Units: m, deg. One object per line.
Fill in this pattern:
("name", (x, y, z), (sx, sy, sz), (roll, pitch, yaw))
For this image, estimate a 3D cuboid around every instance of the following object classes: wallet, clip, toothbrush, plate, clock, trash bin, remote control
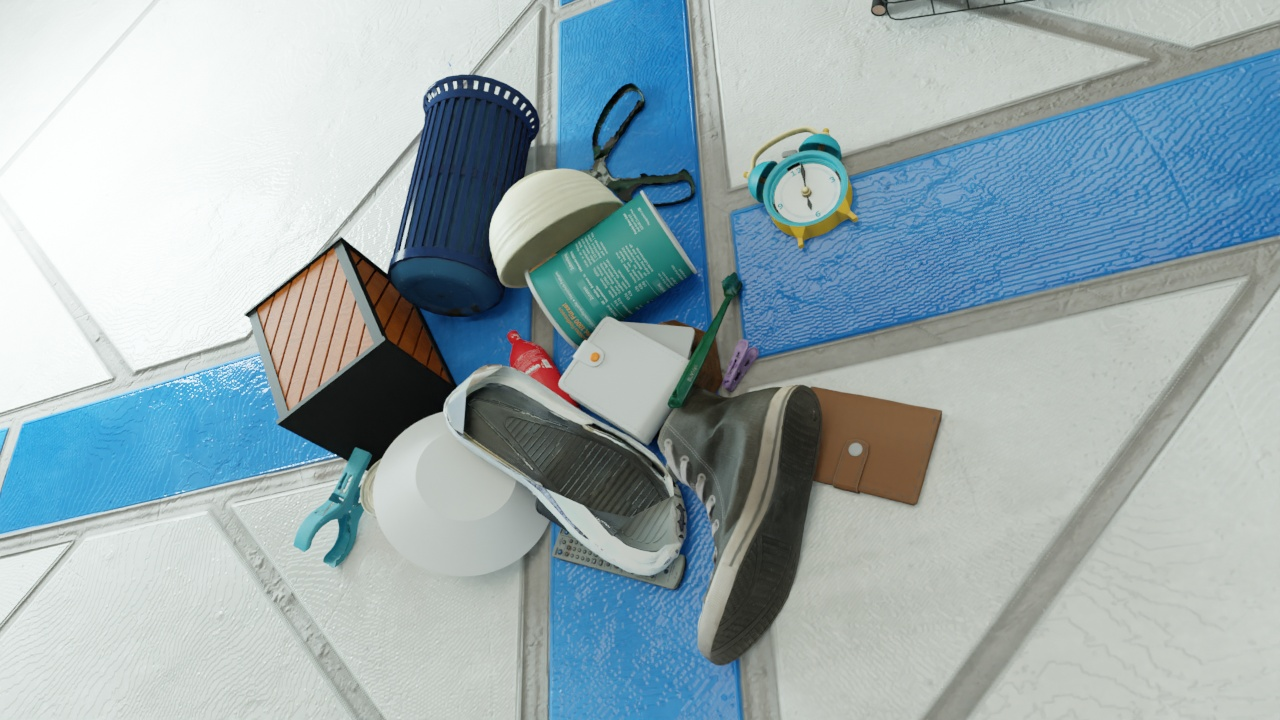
("wallet", (0.188, 0.070, 0.788), (0.121, 0.013, 0.087), (11, 70, 33))
("clip", (-0.309, 0.169, 0.988), (0.030, 0.120, 0.130), (13, 48, 35))
("toothbrush", (0.061, -0.024, 0.853), (0.016, 0.017, 0.189), (-6, 36, 31))
("plate", (-0.167, 0.116, 0.876), (0.174, 0.036, 0.173), (5, 59, -8))
("clock", (0.162, -0.177, 0.918), (0.099, 0.043, 0.129), (-27, 62, 12))
("wallet", (-0.006, 0.005, 0.876), (0.118, 0.037, 0.115), (30, 80, 32))
("clip", (0.094, 0.006, 0.869), (0.013, 0.029, 0.050), (27, 91, 37))
("trash bin", (-0.202, -0.183, 1.050), (0.139, 0.139, 0.249), (-5, 64, 25))
("remote control", (-0.021, 0.179, 0.838), (0.137, 0.013, 0.033), (8, 69, 30))
("plate", (0.016, 0.013, 0.900), (0.131, 0.025, 0.131), (-12, 60, 21))
("trash bin", (-0.315, -0.006, 1.010), (0.140, 0.139, 0.171), (-37, 54, 5))

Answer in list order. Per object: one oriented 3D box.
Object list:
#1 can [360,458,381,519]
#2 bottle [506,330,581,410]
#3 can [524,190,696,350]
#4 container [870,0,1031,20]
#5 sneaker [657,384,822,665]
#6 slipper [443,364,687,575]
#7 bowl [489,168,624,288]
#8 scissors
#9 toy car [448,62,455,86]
("can", (-0.234, 0.139, 0.931), (0.067, 0.076, 0.067), (-12, 60, 21))
("bottle", (-0.105, 0.018, 0.950), (0.042, 0.042, 0.141), (-39, 54, 4))
("can", (-0.030, -0.091, 0.933), (0.144, 0.099, 0.099), (-33, 54, 8))
("container", (0.345, -0.447, 0.910), (0.242, 0.130, 0.162), (1, 65, 28))
("sneaker", (0.067, 0.130, 0.774), (0.120, 0.095, 0.234), (3, 76, 39))
("slipper", (-0.067, 0.101, 0.854), (0.264, 0.063, 0.111), (33, 62, 15))
("bowl", (-0.098, -0.148, 0.958), (0.151, 0.150, 0.075), (-34, 78, 7))
("scissors", (-0.015, -0.241, 1.060), (0.202, 0.015, 0.205), (6, 68, 27))
("toy car", (-0.232, -0.333, 1.190), (0.033, 0.062, 0.091), (-17, 58, 18))
